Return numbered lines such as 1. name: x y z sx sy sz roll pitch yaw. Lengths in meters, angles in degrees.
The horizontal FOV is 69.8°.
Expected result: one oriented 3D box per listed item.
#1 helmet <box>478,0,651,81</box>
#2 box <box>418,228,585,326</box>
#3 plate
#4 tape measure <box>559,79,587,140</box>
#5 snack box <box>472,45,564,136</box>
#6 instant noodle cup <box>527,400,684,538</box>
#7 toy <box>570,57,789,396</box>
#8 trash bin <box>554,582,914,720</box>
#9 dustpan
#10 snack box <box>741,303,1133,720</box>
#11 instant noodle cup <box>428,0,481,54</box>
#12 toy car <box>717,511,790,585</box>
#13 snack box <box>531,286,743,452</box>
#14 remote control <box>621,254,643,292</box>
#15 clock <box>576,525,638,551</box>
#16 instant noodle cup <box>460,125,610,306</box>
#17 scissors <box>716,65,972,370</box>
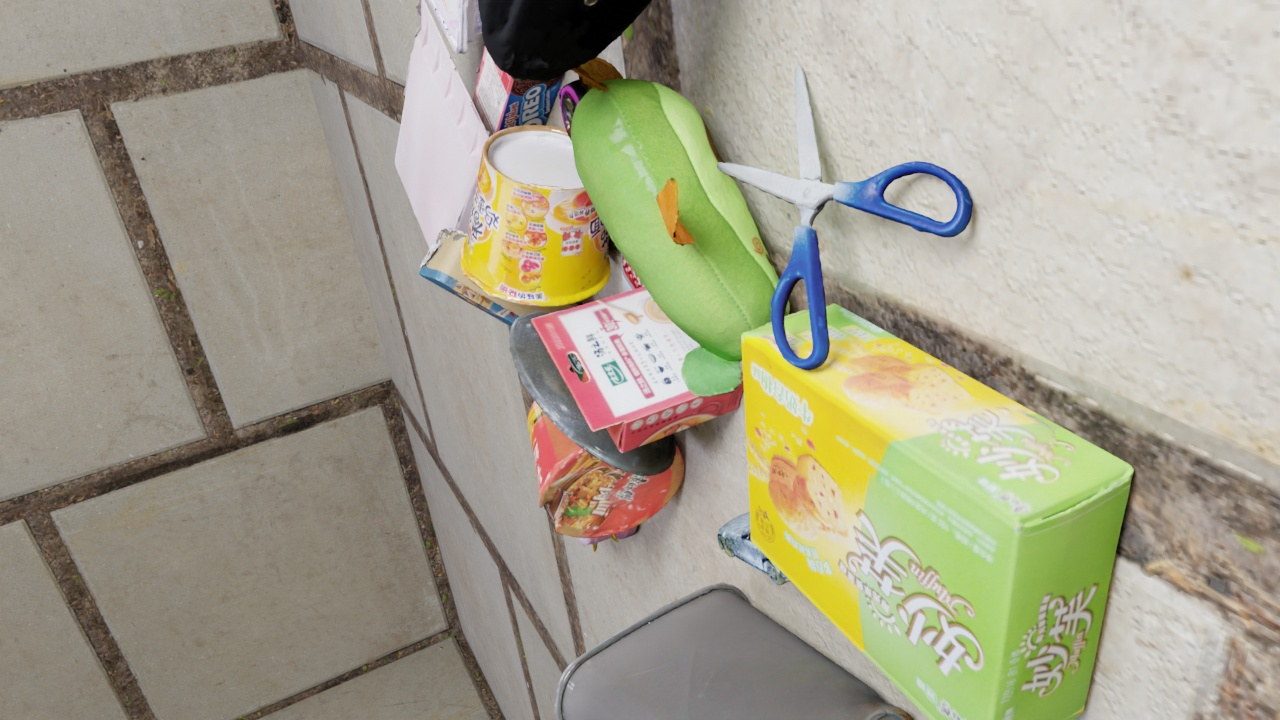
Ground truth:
1. helmet: -0.081 -0.295 0.453 0.233 0.274 0.231 48 123 28
2. box: -0.130 -0.065 0.933 0.184 0.059 0.090 32 175 -24
3. plate: -0.032 0.020 0.763 0.024 0.179 0.179 -45 58 24
4. tape measure: -0.042 -0.199 0.743 0.057 0.039 0.058 54 153 38
5. snack box: -0.105 -0.267 0.820 0.058 0.057 0.208 66 159 7
6. instant noodle cup: -0.040 0.082 0.866 0.108 0.137 0.138 -117 20 -45
7. toy: 0.017 -0.102 0.582 0.247 0.090 0.226 59 -169 -4
8. trash bin: 0.081 0.308 0.676 0.220 0.198 0.199 8 117 60
9. dustpan: -0.171 -0.221 1.004 0.274 0.138 0.222 -55 52 48
10. snack box: 0.138 0.080 0.489 0.210 0.070 0.158 42 144 53
11. instant noodle cup: -0.177 -0.401 0.882 0.173 0.060 0.138 64 158 21
12. toy car: 0.097 0.125 0.653 0.121 0.054 0.037 1 111 69
13. snack box: -0.004 0.004 0.700 0.113 0.127 0.044 59 156 31
14. remote control: -0.001 -0.094 0.748 0.136 0.020 0.056 89 157 -43
15. clock: -0.060 0.136 1.046 0.158 0.059 0.117 69 159 11
16. instant noodle cup: -0.085 -0.130 0.795 0.138 0.137 0.110 54 146 38
17. scissors: 0.095 -0.077 0.476 0.163 0.012 0.176 0 80 49
